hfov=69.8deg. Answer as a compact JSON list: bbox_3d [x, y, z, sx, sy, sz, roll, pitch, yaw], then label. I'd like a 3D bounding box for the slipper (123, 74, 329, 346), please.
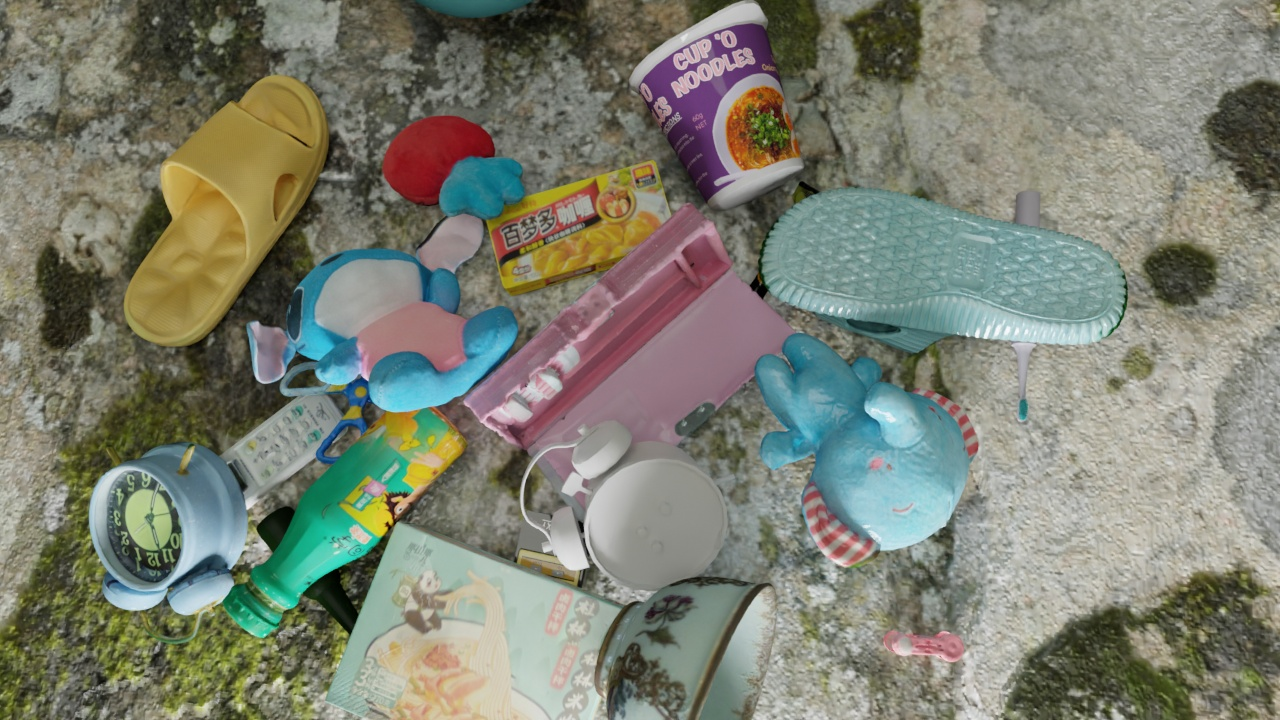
[{"bbox_3d":[-0.359,-0.134,0.785,0.099,0.078,0.263,27,83,8],"label":"slipper"}]

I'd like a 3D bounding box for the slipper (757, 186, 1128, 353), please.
[{"bbox_3d":[0.232,-0.066,0.720,0.276,0.069,0.116,11,78,8],"label":"slipper"}]

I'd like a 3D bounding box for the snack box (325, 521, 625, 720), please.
[{"bbox_3d":[-0.120,0.222,0.696,0.194,0.044,0.141,19,81,10],"label":"snack box"}]

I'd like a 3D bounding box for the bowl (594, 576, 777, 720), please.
[{"bbox_3d":[0.025,0.221,0.650,0.094,0.160,0.159,16,81,24],"label":"bowl"}]

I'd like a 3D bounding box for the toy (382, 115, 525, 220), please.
[{"bbox_3d":[-0.155,-0.159,0.772,0.133,0.062,0.092,36,70,20],"label":"toy"}]

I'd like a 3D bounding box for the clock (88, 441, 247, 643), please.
[{"bbox_3d":[-0.374,0.143,0.729,0.118,0.060,0.162,-5,93,21],"label":"clock"}]

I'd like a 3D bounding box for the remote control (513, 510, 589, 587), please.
[{"bbox_3d":[-0.078,0.190,0.728,0.058,0.013,0.133,10,80,7],"label":"remote control"}]

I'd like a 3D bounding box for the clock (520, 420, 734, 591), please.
[{"bbox_3d":[-0.011,0.110,0.685,0.159,0.061,0.120,15,103,-13],"label":"clock"}]

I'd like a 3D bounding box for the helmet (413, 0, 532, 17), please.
[{"bbox_3d":[-0.115,-0.416,0.755,0.275,0.200,0.176,-60,35,6],"label":"helmet"}]

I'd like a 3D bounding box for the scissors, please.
[{"bbox_3d":[-0.239,0.025,0.762,0.123,0.016,0.125,33,65,1],"label":"scissors"}]

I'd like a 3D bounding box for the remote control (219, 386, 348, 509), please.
[{"bbox_3d":[-0.307,0.078,0.766,0.133,0.022,0.050,-38,79,-2],"label":"remote control"}]

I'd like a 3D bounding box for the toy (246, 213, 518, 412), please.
[{"bbox_3d":[-0.185,-0.034,0.720,0.191,0.099,0.223,28,49,34],"label":"toy"}]

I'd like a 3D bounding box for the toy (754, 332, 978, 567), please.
[{"bbox_3d":[0.167,0.050,0.680,0.183,0.115,0.180,-35,82,-27],"label":"toy"}]

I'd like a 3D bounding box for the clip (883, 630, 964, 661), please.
[{"bbox_3d":[0.212,0.212,0.686,0.060,0.045,0.023,3,82,20],"label":"clip"}]

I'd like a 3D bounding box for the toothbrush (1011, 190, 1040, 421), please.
[{"bbox_3d":[0.307,-0.044,0.732,0.018,0.019,0.187,5,80,3],"label":"toothbrush"}]

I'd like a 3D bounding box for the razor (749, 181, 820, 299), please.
[{"bbox_3d":[0.112,-0.080,0.759,0.044,0.021,0.144,33,86,10],"label":"razor"}]

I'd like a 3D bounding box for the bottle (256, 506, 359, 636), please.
[{"bbox_3d":[-0.261,0.174,0.739,0.033,0.033,0.123,-41,79,-3],"label":"bottle"}]

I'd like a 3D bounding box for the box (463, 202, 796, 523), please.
[{"bbox_3d":[-0.002,0.006,0.706,0.232,0.106,0.115,-41,64,-1],"label":"box"}]

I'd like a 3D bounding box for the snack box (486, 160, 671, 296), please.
[{"bbox_3d":[-0.050,-0.111,0.776,0.152,0.025,0.075,-16,78,2],"label":"snack box"}]

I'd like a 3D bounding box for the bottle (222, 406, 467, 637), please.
[{"bbox_3d":[-0.229,0.119,0.710,0.068,0.068,0.209,39,74,11],"label":"bottle"}]

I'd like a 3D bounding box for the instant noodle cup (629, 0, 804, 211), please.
[{"bbox_3d":[0.074,-0.195,0.736,0.121,0.137,0.122,-22,87,-27],"label":"instant noodle cup"}]
